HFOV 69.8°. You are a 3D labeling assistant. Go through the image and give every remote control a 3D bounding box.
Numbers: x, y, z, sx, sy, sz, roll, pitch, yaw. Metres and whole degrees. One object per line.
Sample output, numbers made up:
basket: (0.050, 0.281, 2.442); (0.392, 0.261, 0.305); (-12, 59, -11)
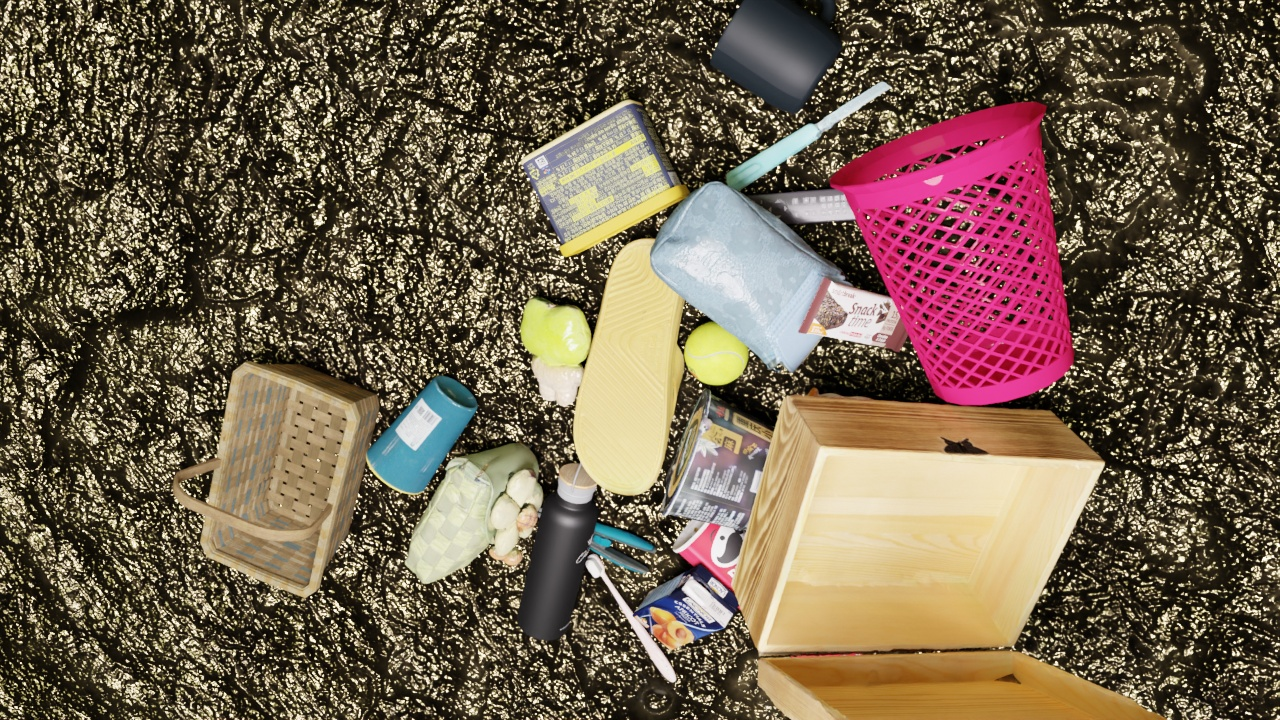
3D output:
remote control: (0.150, -0.152, 0.911); (0.136, 0.015, 0.032); (-1, 104, 15)

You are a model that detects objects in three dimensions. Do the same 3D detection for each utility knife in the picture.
utility knife: (0.160, -0.217, 0.892); (0.180, 0.015, 0.022); (-30, 97, 19)

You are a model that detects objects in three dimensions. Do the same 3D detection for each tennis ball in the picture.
tennis ball: (0.078, -0.007, 0.937); (0.065, 0.065, 0.065); (3, 105, 11)

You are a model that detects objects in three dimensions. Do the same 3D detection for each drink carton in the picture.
drink carton: (0.049, 0.269, 0.994); (0.064, 0.040, 0.130); (42, 143, -1)

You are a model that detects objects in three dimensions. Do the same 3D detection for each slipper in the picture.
slipper: (-0.006, 0.006, 0.957); (0.099, 0.078, 0.263); (10, 89, 9)

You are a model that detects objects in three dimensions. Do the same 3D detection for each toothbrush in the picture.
toothbrush: (-0.010, 0.301, 1.062); (0.016, 0.018, 0.181); (-31, 97, 18)

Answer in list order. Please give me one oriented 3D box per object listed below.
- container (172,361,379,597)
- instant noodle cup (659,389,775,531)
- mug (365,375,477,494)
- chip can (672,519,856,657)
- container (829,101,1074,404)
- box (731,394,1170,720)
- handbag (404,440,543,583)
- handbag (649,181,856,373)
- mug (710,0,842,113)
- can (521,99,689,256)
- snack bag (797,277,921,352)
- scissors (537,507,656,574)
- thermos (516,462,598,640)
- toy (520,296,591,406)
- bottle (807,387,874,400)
container: (-0.402, 0.135, 1.012); (0.157, 0.186, 0.250); (21, 107, 6)
instant noodle cup: (0.094, 0.112, 0.932); (0.112, 0.137, 0.137); (21, 107, -1)
mug: (-0.240, 0.080, 1.026); (0.078, 0.078, 0.121); (40, 104, 0)
chip can: (0.139, 0.252, 0.990); (0.220, 0.069, 0.069); (43, 108, -1)
container: (0.294, -0.088, 0.824); (0.183, 0.182, 0.226); (-19, 107, 16)
box: (0.261, 0.231, 0.782); (0.279, 0.315, 0.283); (3, 120, -15)
handbag: (-0.174, 0.178, 1.012); (0.117, 0.113, 0.187); (39, 111, 15)
handbag: (0.103, -0.081, 0.888); (0.192, 0.118, 0.122); (34, 96, -5)
mug: (0.137, -0.299, 0.849); (0.094, 0.085, 0.121); (35, 79, 1)
can: (-0.036, -0.181, 0.914); (0.135, 0.075, 0.104); (-25, 95, 17)
snack bag: (0.213, -0.041, 0.872); (0.013, 0.157, 0.057); (40, 113, 46)
scissors: (-0.048, 0.195, 1.040); (0.141, 0.019, 0.128); (-20, 104, 23)
thermos: (-0.086, 0.202, 1.009); (0.061, 0.061, 0.232); (18, 117, 7)
toy: (-0.090, -0.009, 0.978); (0.092, 0.046, 0.115); (13, 113, 36)
bottle: (0.216, 0.065, 0.930); (0.108, 0.063, 0.063); (26, 108, 6)
